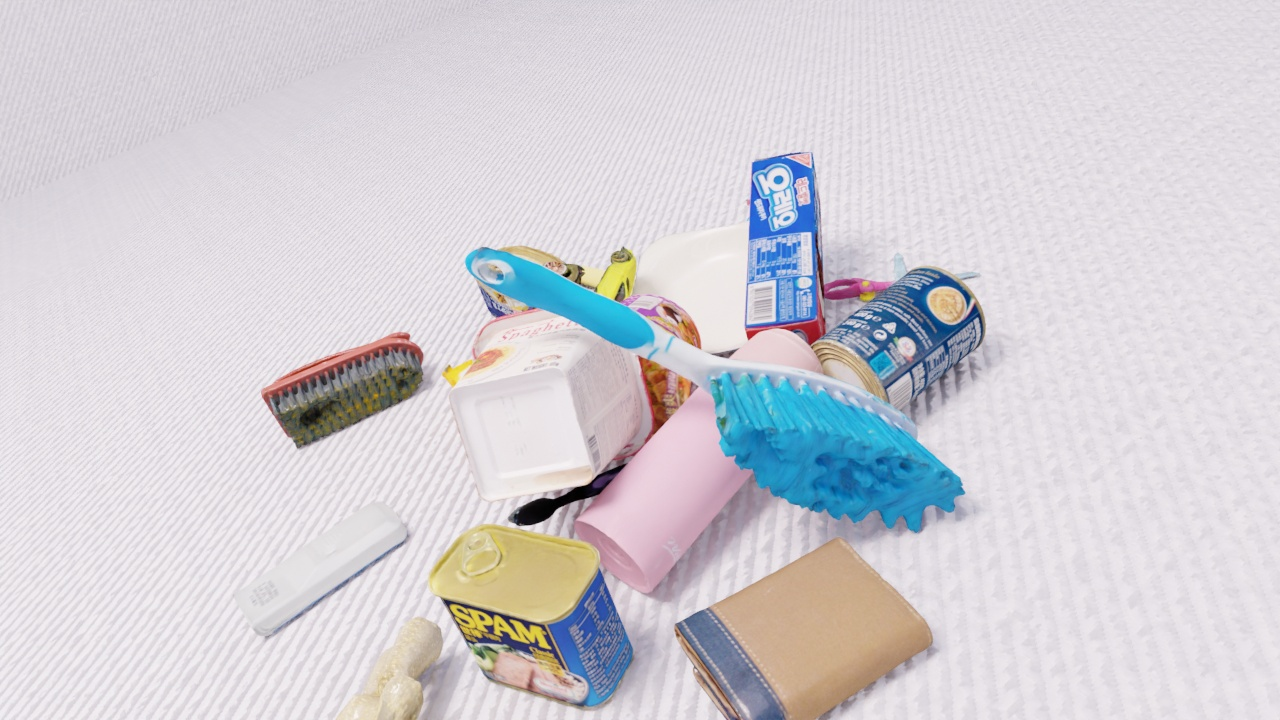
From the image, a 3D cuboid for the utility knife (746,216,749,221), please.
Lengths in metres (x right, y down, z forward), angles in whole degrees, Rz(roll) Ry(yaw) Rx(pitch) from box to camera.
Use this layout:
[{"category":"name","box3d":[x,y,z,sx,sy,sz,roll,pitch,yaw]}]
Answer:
[{"category":"utility knife","box3d":[0.108,-0.116,0.911,0.034,0.018,0.181,-5,34,25]}]

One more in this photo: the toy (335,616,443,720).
[{"category":"toy","box3d":[-0.139,0.210,0.509,0.105,0.066,0.157,-45,21,19]}]

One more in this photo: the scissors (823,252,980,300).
[{"category":"scissors","box3d":[0.219,-0.061,0.776,0.133,0.017,0.133,-8,29,10]}]

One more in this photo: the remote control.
[{"category":"remote control","box3d":[-0.234,0.149,0.677,0.124,0.024,0.049,-36,35,-24]}]

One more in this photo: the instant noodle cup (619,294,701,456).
[{"category":"instant noodle cup","box3d":[-0.004,0.004,0.708,0.112,0.112,0.099,-5,21,21]}]

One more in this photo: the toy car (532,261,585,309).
[{"category":"toy car","box3d":[-0.075,-0.019,0.735,0.042,0.070,0.157,12,40,4]}]

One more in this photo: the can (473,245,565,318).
[{"category":"can","box3d":[-0.115,-0.072,0.929,0.074,0.049,0.148,-33,35,-23]}]

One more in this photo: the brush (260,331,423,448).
[{"category":"brush","box3d":[-0.274,0.018,0.861,0.145,0.063,0.069,-25,46,-13]}]

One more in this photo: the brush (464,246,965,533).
[{"category":"brush","box3d":[0.043,0.015,0.547,0.314,0.061,0.109,18,32,-17]}]

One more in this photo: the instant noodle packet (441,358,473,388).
[{"category":"instant noodle packet","box3d":[-0.104,0.025,0.781,0.110,0.044,0.128,-20,35,-15]}]

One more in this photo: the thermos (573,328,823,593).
[{"category":"thermos","box3d":[0.046,0.065,0.616,0.067,0.087,0.198,28,59,31]}]

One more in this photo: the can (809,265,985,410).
[{"category":"can","box3d":[0.181,-0.009,0.656,0.111,0.075,0.075,-34,35,-23]}]

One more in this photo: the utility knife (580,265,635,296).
[{"category":"utility knife","box3d":[-0.031,-0.083,0.931,0.183,0.019,0.030,23,46,39]}]

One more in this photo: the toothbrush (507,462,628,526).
[{"category":"toothbrush","box3d":[-0.024,0.081,0.609,0.017,0.014,0.188,-18,-2,34]}]

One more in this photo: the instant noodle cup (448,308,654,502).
[{"category":"instant noodle cup","box3d":[-0.060,0.029,0.599,0.116,0.117,0.124,-12,12,12]}]

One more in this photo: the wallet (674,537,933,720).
[{"category":"wallet","box3d":[0.086,0.151,0.503,0.115,0.033,0.090,-27,35,-14]}]

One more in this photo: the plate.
[{"category":"plate","box3d":[0.069,-0.056,0.805,0.164,0.034,0.163,-7,45,21]}]

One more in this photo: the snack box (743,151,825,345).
[{"category":"snack box","box3d":[0.117,-0.085,0.739,0.057,0.058,0.207,-7,47,16]}]

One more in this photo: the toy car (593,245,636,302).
[{"category":"toy car","box3d":[-0.024,-0.052,0.793,0.032,0.048,0.105,19,55,8]}]

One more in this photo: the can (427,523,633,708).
[{"category":"can","box3d":[-0.061,0.148,0.532,0.102,0.083,0.057,4,38,32]}]
